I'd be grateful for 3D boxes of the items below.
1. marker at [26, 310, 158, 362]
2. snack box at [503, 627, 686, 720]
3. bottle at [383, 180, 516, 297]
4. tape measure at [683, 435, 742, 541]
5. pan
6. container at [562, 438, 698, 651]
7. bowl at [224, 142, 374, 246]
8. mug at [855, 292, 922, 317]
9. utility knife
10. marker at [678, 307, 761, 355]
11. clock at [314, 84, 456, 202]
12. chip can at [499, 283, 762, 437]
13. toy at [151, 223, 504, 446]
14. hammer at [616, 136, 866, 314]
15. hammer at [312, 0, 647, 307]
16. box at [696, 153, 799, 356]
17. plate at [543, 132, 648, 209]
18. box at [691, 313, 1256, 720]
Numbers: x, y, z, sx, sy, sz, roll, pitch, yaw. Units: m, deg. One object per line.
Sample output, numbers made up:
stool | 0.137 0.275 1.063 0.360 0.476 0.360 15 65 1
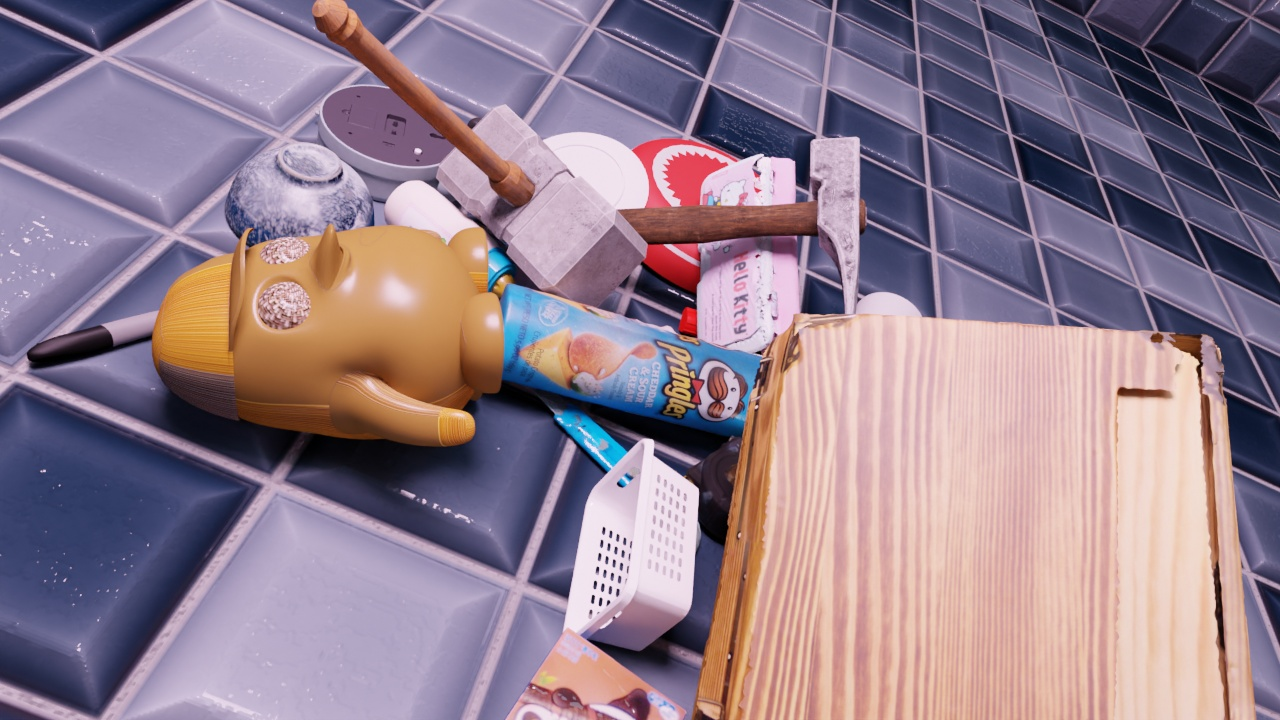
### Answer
marker | -0.332 -0.024 0.609 0.022 0.016 0.138 24 33 33
snack box | -0.044 0.227 0.491 0.087 0.034 0.150 33 40 6
bottle | -0.146 -0.089 0.752 0.146 0.051 0.051 40 41 13
tape measure | 0.071 0.099 0.685 0.072 0.042 0.071 47 40 17
pan | -0.001 -0.177 0.924 0.356 0.067 0.208 25 42 -9
container | -0.002 0.124 0.593 0.049 0.081 0.129 29 39 -17
bowl | -0.264 -0.135 0.727 0.114 0.061 0.114 17 41 -15
mug | 0.233 -0.004 0.852 0.107 0.071 0.089 23 46 22
utility knife | -0.017 0.076 0.680 0.173 0.015 0.031 41 37 16
marker | 0.106 -0.017 0.841 0.145 0.021 0.023 16 64 -14
clock | -0.214 -0.191 0.826 0.159 0.045 0.122 13 43 -19
chip can | -0.004 0.004 0.712 0.229 0.080 0.079 16 42 -18
toy | -0.198 -0.024 0.584 0.203 0.163 0.198 -2 45 -17
hammer | 0.035 -0.082 0.770 0.301 0.037 0.217 0 64 15
hammer | -0.122 -0.153 0.646 0.162 0.083 0.317 46 4 25
box | 0.092 -0.087 0.819 0.095 0.088 0.201 1 64 5
plate | -0.060 -0.166 0.862 0.134 0.011 0.134 0 63 0
box | 0.158 0.125 0.499 0.257 0.216 0.278 15 65 -2
